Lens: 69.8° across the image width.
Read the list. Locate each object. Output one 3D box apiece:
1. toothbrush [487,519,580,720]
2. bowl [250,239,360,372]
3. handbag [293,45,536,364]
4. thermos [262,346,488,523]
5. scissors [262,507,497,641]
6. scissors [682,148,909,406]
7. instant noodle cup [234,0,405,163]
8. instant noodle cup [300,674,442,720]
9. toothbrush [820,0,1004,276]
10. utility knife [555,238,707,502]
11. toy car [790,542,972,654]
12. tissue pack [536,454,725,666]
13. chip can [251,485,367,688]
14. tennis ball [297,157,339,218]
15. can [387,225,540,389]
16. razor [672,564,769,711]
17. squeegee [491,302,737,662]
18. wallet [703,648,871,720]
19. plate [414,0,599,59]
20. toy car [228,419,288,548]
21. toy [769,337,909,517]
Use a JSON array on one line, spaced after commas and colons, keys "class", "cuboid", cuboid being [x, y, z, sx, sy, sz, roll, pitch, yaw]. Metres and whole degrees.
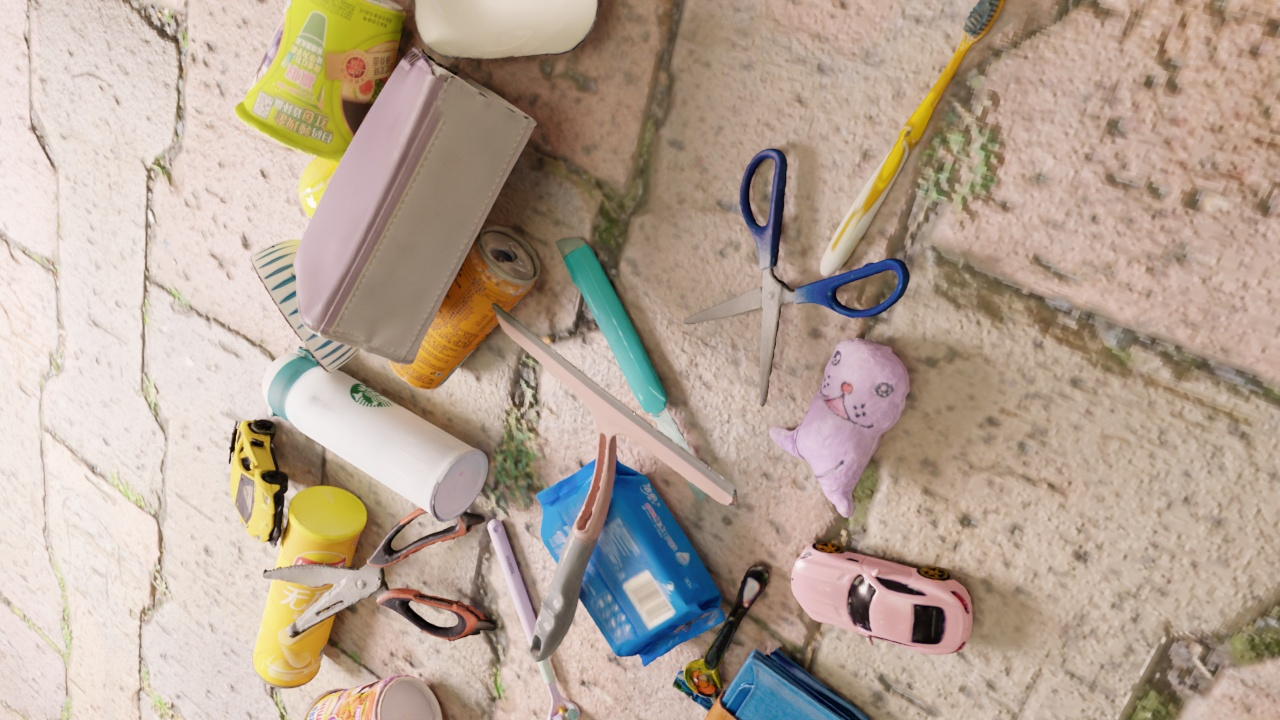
[{"class": "toothbrush", "cuboid": [-0.096, 0.226, 0.791, 0.189, 0.029, 0.021, 70, 161, -2]}, {"class": "bowl", "cuboid": [-0.269, -0.055, 0.780, 0.066, 0.116, 0.116, -33, 83, -11]}, {"class": "handbag", "cuboid": [-0.169, -0.115, 0.662, 0.197, 0.098, 0.145, -58, 39, 12]}, {"class": "thermos", "cuboid": [-0.239, 0.058, 0.805, 0.224, 0.073, 0.073, 26, 115, 24]}, {"class": "scissors", "cuboid": [-0.228, 0.196, 0.824, 0.227, 0.015, 0.189, 23, 104, 0]}, {"class": "scissors", "cuboid": [0.090, -0.054, 0.596, 0.173, 0.012, 0.162, -14, 90, 42]}, {"class": "instant noodle cup", "cuboid": [-0.239, -0.230, 0.708, 0.112, 0.111, 0.124, 33, 110, 20]}, {"class": "instant noodle cup", "cuboid": [-0.251, 0.353, 0.872, 0.099, 0.111, 0.111, -31, 86, 25]}, {"class": "toothbrush", "cuboid": [0.156, -0.129, 0.542, 0.016, 0.018, 0.192, 39, 120, 19]}, {"class": "utility knife", "cuboid": [-0.004, 0.004, 0.678, 0.029, 0.013, 0.223, -30, 84, 32]}, {"class": "toy car", "cuboid": [0.157, 0.159, 0.609, 0.122, 0.037, 0.056, 9, 106, 30]}, {"class": "tissue pack", "cuboid": [-0.010, 0.148, 0.698, 0.095, 0.052, 0.157, -38, 82, 31]}, {"class": "chip can", "cuboid": [-0.328, 0.225, 0.900, 0.072, 0.071, 0.214, 34, 118, 19]}, {"class": "tennis ball", "cuboid": [-0.247, -0.139, 0.757, 0.066, 0.065, 0.065, 9, 107, 29]}, {"class": "can", "cuboid": [-0.142, -0.039, 0.724, 0.146, 0.058, 0.058, -42, 80, 32]}, {"class": "razor", "cuboid": [0.063, 0.210, 0.688, 0.043, 0.022, 0.143, 31, 117, 19]}, {"class": "squeegee", "cuboid": [-0.043, 0.118, 0.656, 0.248, 0.040, 0.250, 36, 123, 36]}, {"class": "wallet", "cuboid": [0.099, 0.286, 0.679, 0.106, 0.040, 0.133, 33, 117, 15]}, {"class": "plate", "cuboid": [-0.090, -0.295, 0.637, 0.164, 0.034, 0.164, 10, 108, 29]}, {"class": "toy car", "cuboid": [-0.371, 0.114, 0.885, 0.156, 0.041, 0.071, 47, 124, 48]}, {"class": "toy", "cuboid": [0.131, 0.034, 0.590, 0.084, 0.038, 0.108, 46, 125, 38]}]
